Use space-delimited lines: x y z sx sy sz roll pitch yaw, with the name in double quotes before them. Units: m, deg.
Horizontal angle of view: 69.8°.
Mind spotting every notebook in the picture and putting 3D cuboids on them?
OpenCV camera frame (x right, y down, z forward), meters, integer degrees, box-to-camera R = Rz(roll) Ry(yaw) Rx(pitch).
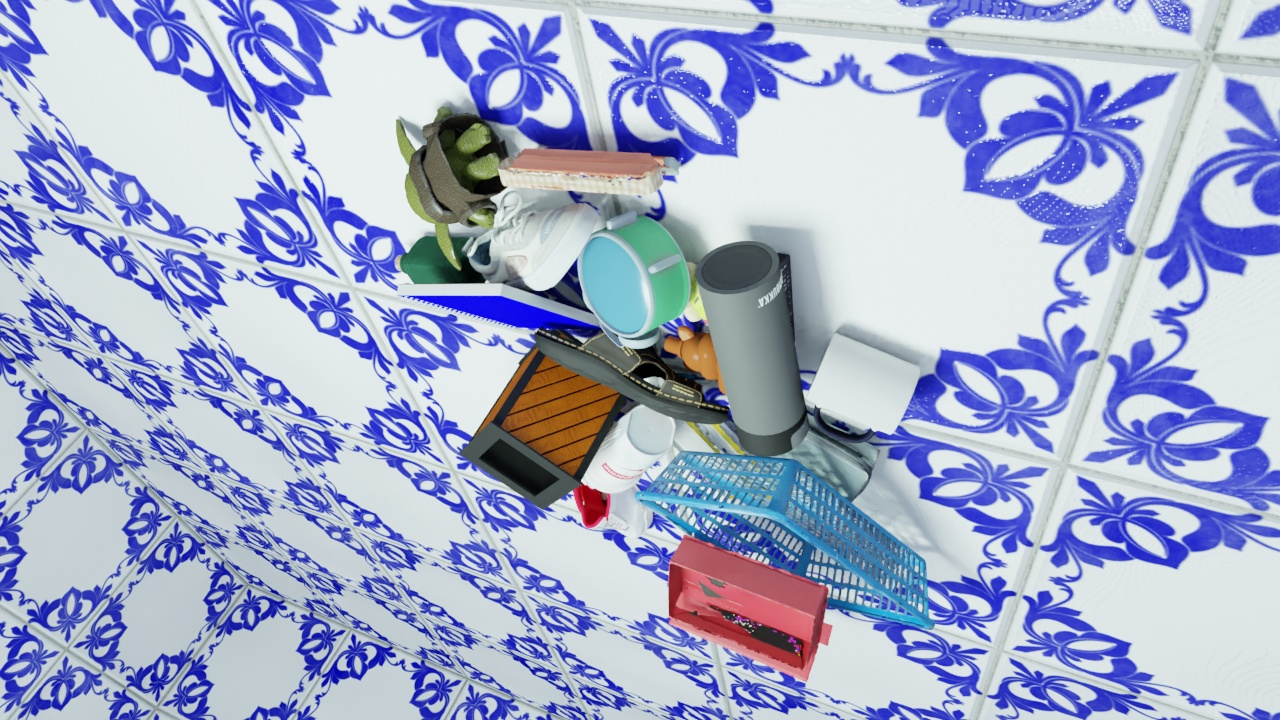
"notebook" -0.165 -0.064 1.119 0.172 0.022 0.209 3 173 33

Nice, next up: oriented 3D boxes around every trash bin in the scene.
"trash bin" -0.125 0.078 1.243 0.139 0.171 0.140 36 147 -10

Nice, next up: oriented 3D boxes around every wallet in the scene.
"wallet" 0.223 0.114 1.138 0.132 0.054 0.101 26 147 9

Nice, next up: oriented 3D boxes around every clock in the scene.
"clock" -0.010 -0.079 1.007 0.122 0.075 0.162 47 143 21

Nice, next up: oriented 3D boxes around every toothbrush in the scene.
"toothbrush" 0.059 0.025 1.177 0.189 0.016 0.017 6 150 33

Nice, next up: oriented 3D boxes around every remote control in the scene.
"remote control" 0.150 -0.057 0.983 0.015 0.032 0.136 24 148 29

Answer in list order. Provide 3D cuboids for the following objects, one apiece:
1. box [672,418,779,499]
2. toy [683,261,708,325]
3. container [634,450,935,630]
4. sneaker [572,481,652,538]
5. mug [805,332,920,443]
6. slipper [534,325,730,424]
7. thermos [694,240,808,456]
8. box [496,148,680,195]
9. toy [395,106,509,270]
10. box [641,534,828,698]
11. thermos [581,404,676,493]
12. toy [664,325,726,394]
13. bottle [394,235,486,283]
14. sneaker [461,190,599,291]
"box" 0.104 0.127 1.267 0.209 0.036 0.130 45 148 -25
"toy" 0.073 -0.071 1.010 0.115 0.046 0.092 19 144 30
"container" 0.201 0.227 1.201 0.362 0.089 0.258 37 156 -33
"sneaker" -0.055 0.231 1.459 0.090 0.104 0.237 11 143 26
"mug" 0.233 0.038 0.990 0.097 0.078 0.112 23 119 9
"slipper" -0.007 0.007 1.141 0.268 0.075 0.113 24 174 12
"thermos" 0.122 -0.005 0.963 0.082 0.082 0.241 9 138 28
"box" -0.054 -0.193 0.920 0.187 0.082 0.042 11 132 29
"toy" -0.202 -0.202 1.001 0.153 0.078 0.179 -21 92 52
"box" 0.140 0.332 1.237 0.215 0.153 0.164 17 179 22
"thermos" -0.022 0.123 1.276 0.099 0.099 0.221 32 155 -5
"toy" 0.091 -0.007 1.081 0.128 0.065 0.095 19 139 31
"bottle" -0.261 -0.123 1.177 0.131 0.061 0.061 6 143 31
"sneaker" -0.134 -0.132 1.026 0.090 0.089 0.243 34 158 -21
